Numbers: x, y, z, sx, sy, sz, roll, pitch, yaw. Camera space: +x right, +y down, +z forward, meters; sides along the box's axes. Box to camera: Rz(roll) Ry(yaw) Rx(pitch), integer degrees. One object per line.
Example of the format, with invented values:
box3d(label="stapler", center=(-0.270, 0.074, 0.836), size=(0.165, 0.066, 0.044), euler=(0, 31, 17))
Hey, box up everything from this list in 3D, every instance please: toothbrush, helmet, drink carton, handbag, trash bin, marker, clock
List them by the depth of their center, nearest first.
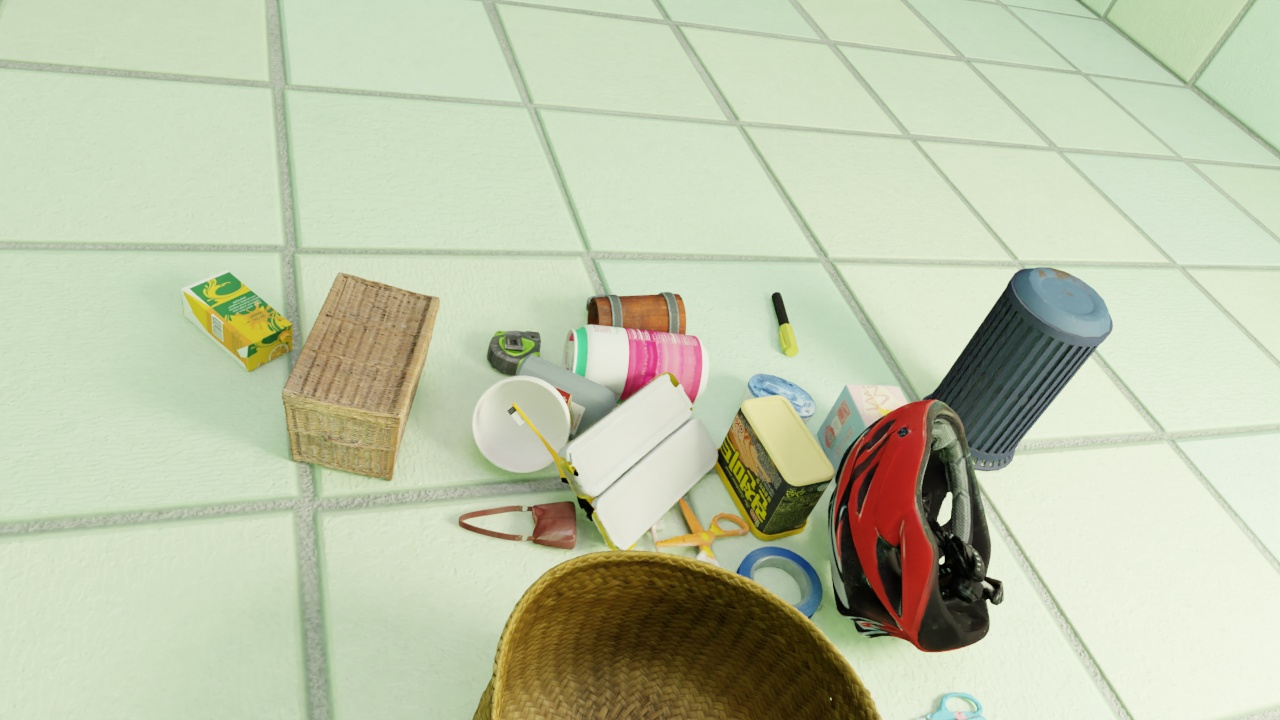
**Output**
box3d(label="toothbrush", center=(0.032, 0.229, 0.942), size=(0.018, 0.016, 0.181), euler=(6, 42, -23))
box3d(label="handbag", center=(-0.126, 0.168, 0.943), size=(0.119, 0.029, 0.055), euler=(3, 41, -10))
box3d(label="toothbrush", center=(-0.072, 0.121, 0.962), size=(0.030, 0.031, 0.196), euler=(-39, 90, -10))
box3d(label="helmet", center=(0.289, 0.168, 0.966), size=(0.167, 0.217, 0.271), euler=(-10, 45, 35))
box3d(label="drink carton", center=(-0.450, -0.044, 1.029), size=(0.122, 0.041, 0.058), euler=(36, 44, 18))
box3d(label="clock", center=(0.172, 0.053, 1.146), size=(0.089, 0.052, 0.125), euler=(25, 26, 6))
box3d(label="trash bin", center=(0.473, 0.009, 1.164), size=(0.139, 0.250, 0.139), euler=(11, 43, -10))
box3d(label="marker", center=(0.202, -0.054, 1.304), size=(0.021, 0.018, 0.123), euler=(8, 42, -13))

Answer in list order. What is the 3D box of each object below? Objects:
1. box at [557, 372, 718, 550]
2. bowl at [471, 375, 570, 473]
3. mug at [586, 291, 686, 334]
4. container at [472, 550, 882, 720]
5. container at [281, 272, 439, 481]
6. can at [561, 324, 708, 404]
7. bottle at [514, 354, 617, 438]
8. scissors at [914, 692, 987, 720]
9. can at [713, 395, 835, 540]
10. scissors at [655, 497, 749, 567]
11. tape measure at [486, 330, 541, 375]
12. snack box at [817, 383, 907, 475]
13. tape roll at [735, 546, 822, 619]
box3d(label="box", center=(0.004, 0.105, 0.993), size=(0.208, 0.023, 0.127), euler=(-36, 95, -47))
box3d(label="bowl", center=(-0.127, 0.067, 0.998), size=(0.105, 0.105, 0.054), euler=(20, 6, 0))
box3d(label="mug", center=(-0.011, -0.055, 1.188), size=(0.111, 0.082, 0.117), euler=(0, 28, -16))
box3d(label="container", center=(0.016, 0.322, 0.704), size=(0.307, 0.197, 0.306), euler=(9, 42, -9))
box3d(label="container", center=(-0.292, 0.017, 0.969), size=(0.113, 0.113, 0.198), euler=(13, 42, -8))
box3d(label="can", center=(-0.007, 0.006, 1.107), size=(0.165, 0.088, 0.088), euler=(6, 44, -15))
box3d(label="bottle", center=(-0.067, 0.055, 1.045), size=(0.161, 0.072, 0.046), euler=(24, 36, 4))
box3d(label="scissors", center=(0.285, 0.361, 0.905), size=(0.136, 0.015, 0.056), euler=(-5, 45, -17))
box3d(label="can", center=(0.149, 0.119, 1.038), size=(0.072, 0.101, 0.130), euler=(-7, 48, -27))
box3d(label="scissors", center=(0.070, 0.194, 0.987), size=(0.125, 0.011, 0.128), euler=(-1, 44, -30))
box3d(label="tape measure", center=(-0.152, -0.012, 1.111), size=(0.065, 0.036, 0.058), euler=(4, 45, -18))
box3d(label="snack box", center=(0.281, 0.094, 1.120), size=(0.079, 0.093, 0.094), euler=(3, 44, -18))
box3d(label="tape roll", center=(0.146, 0.240, 0.972), size=(0.091, 0.016, 0.092), euler=(27, 42, 8))
